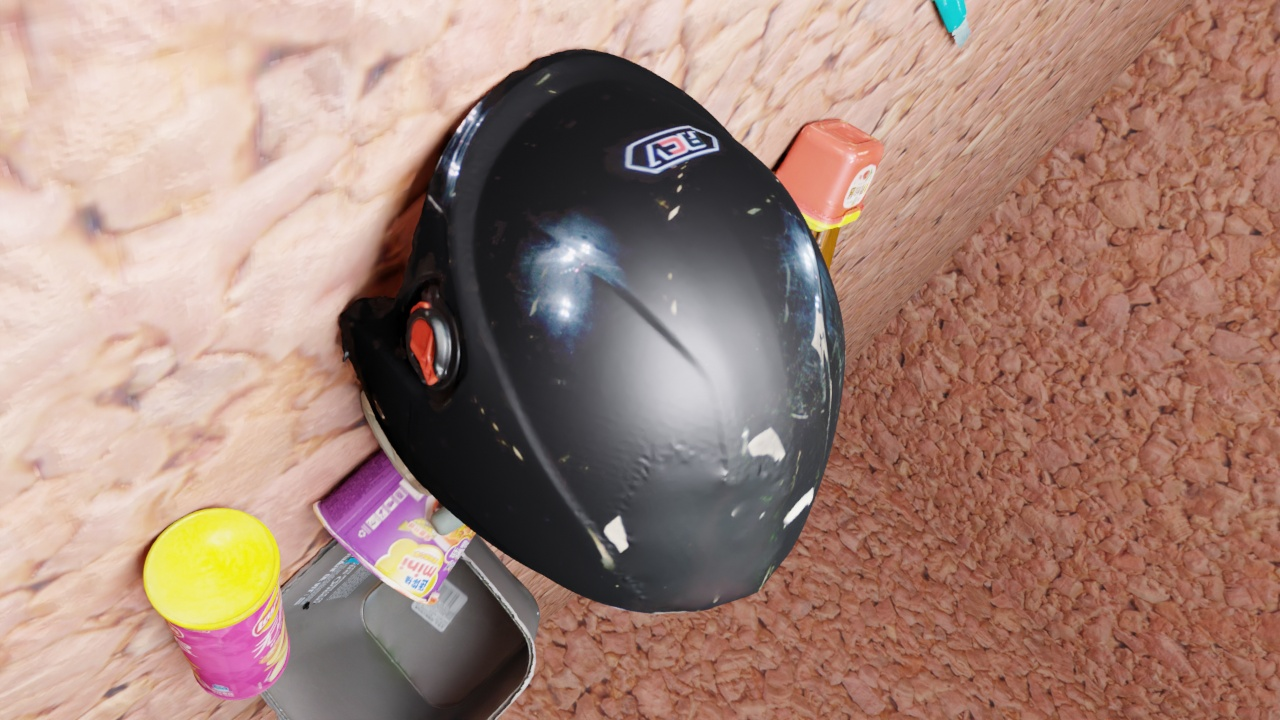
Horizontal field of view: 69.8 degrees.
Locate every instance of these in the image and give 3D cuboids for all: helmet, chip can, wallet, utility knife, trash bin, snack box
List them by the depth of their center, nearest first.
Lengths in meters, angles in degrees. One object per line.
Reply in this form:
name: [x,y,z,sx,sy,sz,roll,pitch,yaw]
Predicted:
helmet: [-0.006,-0.007,0.477,0.232,0.230,0.275,-25,134,-35]
chip can: [-0.272,0.170,0.608,0.071,0.071,0.211,-34,165,-32]
utility knife: [0.276,-0.310,0.815,0.029,0.013,0.221,-49,164,19]
snack box: [0.165,-0.168,0.815,0.091,0.082,0.080,-28,147,-51]
trash bin: [-0.201,0.246,0.840,0.199,0.198,0.220,-43,174,-3]
wallet: [0.181,-0.127,0.913,0.119,0.035,0.130,72,33,-52]

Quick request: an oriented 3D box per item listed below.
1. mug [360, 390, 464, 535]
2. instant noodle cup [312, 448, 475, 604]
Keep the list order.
mug: [-0.110,0.044,0.603,0.103,0.084,0.124,-33,124,-29]
instant noodle cup: [-0.161,0.103,0.667,0.099,0.111,0.112,-50,169,-10]
